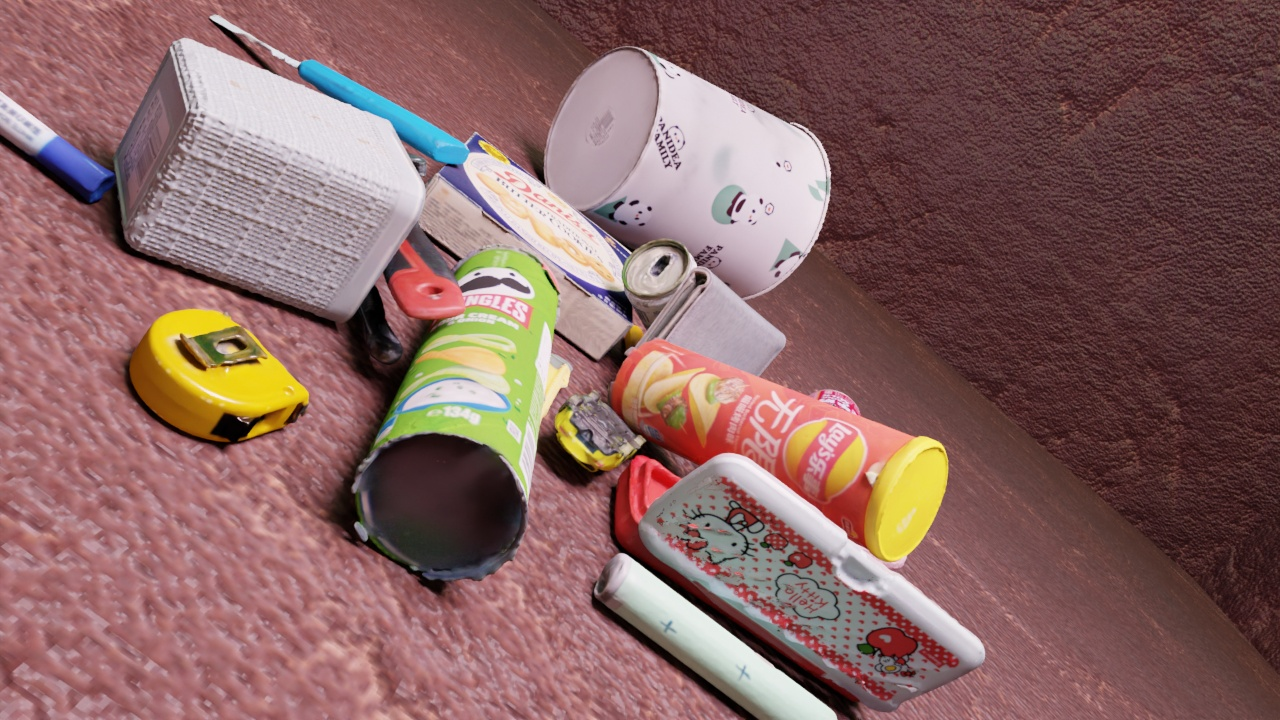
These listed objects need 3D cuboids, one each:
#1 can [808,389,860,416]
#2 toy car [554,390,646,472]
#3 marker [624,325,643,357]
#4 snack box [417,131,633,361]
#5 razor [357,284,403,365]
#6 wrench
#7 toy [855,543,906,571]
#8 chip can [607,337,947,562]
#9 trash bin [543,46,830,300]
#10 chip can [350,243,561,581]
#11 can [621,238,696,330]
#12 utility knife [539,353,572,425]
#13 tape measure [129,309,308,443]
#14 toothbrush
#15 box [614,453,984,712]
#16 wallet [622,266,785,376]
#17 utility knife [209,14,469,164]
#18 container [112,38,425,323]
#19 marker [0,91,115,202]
[{"bbox_3d":[0.177,0.068,0.877,0.066,0.067,0.093,43,18,5],"label":"can"},{"bbox_3d":[-0.027,0.046,0.558,0.048,0.032,0.105,43,6,6],"label":"toy car"},{"bbox_3d":[-0.004,0.004,0.734,0.018,0.015,0.123,41,19,-20],"label":"marker"},{"bbox_3d":[-0.088,-0.100,0.748,0.178,0.046,0.182,37,19,-16],"label":"snack box"},{"bbox_3d":[-0.150,-0.038,0.506,0.042,0.022,0.142,22,24,-36],"label":"razor"},{"bbox_3d":[-0.143,-0.084,0.544,0.056,0.016,0.273,-2,28,-19],"label":"wrench"},{"bbox_3d":[0.147,0.112,0.743,0.159,0.054,0.121,27,20,-18],"label":"toy"},{"bbox_3d":[0.075,0.048,0.566,0.217,0.073,0.073,22,0,43],"label":"chip can"},{"bbox_3d":[0.045,-0.208,1.027,0.251,0.230,0.229,17,29,-41],"label":"trash bin"},{"bbox_3d":[-0.080,0.010,0.459,0.072,0.072,0.235,36,18,-17],"label":"chip can"},{"bbox_3d":[0.034,-0.030,0.737,0.058,0.058,0.147,57,-1,40],"label":"can"},{"bbox_3d":[-0.067,0.030,0.545,0.031,0.021,0.201,34,23,-6],"label":"utility knife"},{"bbox_3d":[-0.167,0.004,0.361,0.060,0.029,0.057,44,18,7],"label":"tape measure"},{"bbox_3d":[0.069,0.172,0.466,0.224,0.027,0.026,39,-19,-9],"label":"toothbrush"},{"bbox_3d":[0.089,0.115,0.526,0.201,0.100,0.110,37,22,-16],"label":"box"},{"bbox_3d":[0.051,0.000,0.700,0.037,0.106,0.129,40,5,38],"label":"wallet"},{"bbox_3d":[-0.230,-0.206,0.682,0.234,0.018,0.034,31,23,10],"label":"utility knife"},{"bbox_3d":[-0.184,-0.088,0.449,0.111,0.090,0.090,20,28,-44],"label":"container"},{"bbox_3d":[-0.298,-0.122,0.401,0.146,0.017,0.016,39,18,-10],"label":"marker"}]
